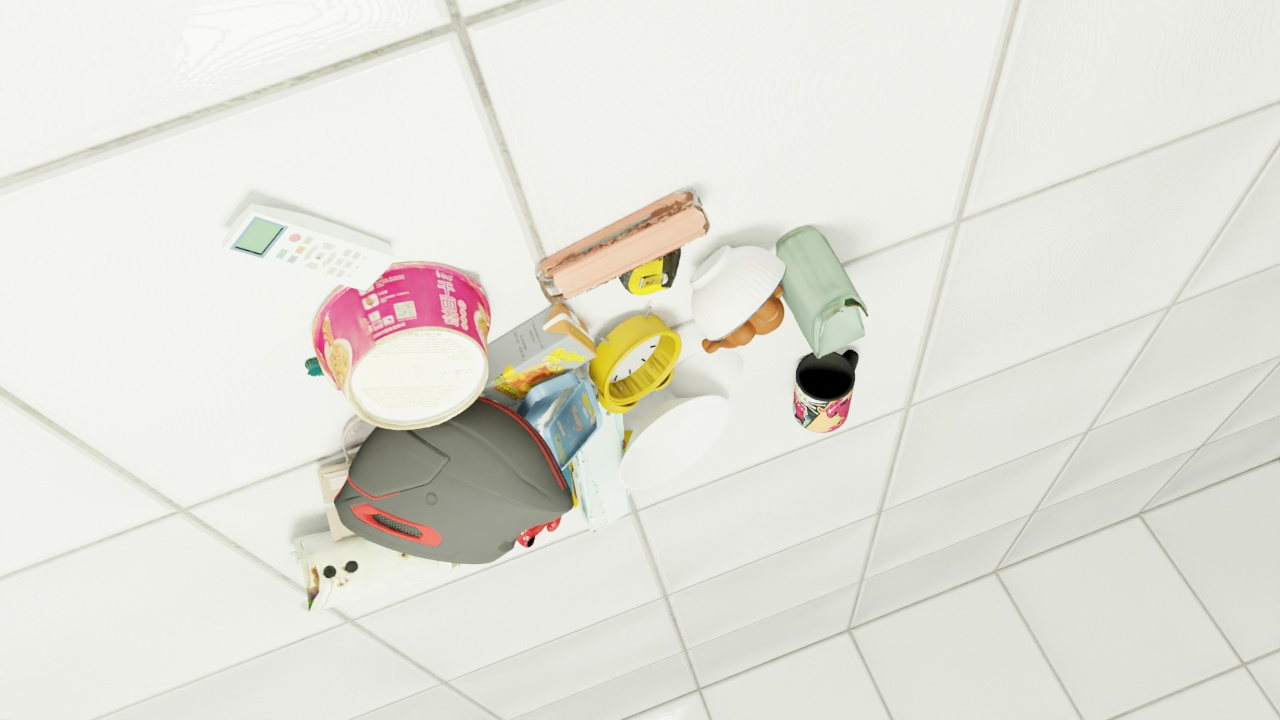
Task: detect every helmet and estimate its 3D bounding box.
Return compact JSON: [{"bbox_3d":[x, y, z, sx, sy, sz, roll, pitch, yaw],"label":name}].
[{"bbox_3d":[-0.198,0.122,1.005,0.265,0.170,0.164,16,-176,12],"label":"helmet"}]

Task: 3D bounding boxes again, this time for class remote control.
[{"bbox_3d":[-0.283,-0.100,0.795,0.050,0.024,0.143,-40,147,26],"label":"remote control"}]

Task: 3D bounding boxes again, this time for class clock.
[{"bbox_3d":[-0.006,0.006,1.093,0.113,0.052,0.152,-33,151,-18],"label":"clock"}]

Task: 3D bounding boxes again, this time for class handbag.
[{"bbox_3d":[0.208,-0.078,1.048,0.067,0.121,0.106,-23,149,0],"label":"handbag"},{"bbox_3d":[-0.349,0.258,1.202,0.198,0.096,0.142,-9,173,-28],"label":"handbag"},{"bbox_3d":[-0.303,0.121,1.111,0.175,0.062,0.198,-13,139,-16],"label":"handbag"}]

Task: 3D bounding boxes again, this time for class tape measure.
[{"bbox_3d":[0.007,-0.096,0.973,0.064,0.037,0.066,-10,147,-20],"label":"tape measure"}]

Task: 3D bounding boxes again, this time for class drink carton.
[{"bbox_3d":[-0.119,-0.005,1.021,0.125,0.048,0.076,-30,148,12],"label":"drink carton"}]

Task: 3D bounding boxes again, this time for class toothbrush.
[{"bbox_3d":[-0.252,-0.016,0.951,0.189,0.017,0.016,-16,145,-10],"label":"toothbrush"}]

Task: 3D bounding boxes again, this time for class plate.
[{"bbox_3d":[0.036,0.096,1.200,0.173,0.036,0.174,-27,147,-19],"label":"plate"}]

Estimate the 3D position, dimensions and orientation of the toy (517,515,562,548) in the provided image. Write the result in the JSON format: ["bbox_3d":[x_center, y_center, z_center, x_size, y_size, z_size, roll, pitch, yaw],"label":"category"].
[{"bbox_3d":[-0.155,0.196,1.318,0.132,0.094,0.088,-23,131,-54],"label":"toy"}]

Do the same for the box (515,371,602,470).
[{"bbox_3d":[-0.112,0.083,1.091,0.074,0.077,0.210,-19,165,-25],"label":"box"}]

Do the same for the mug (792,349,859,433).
[{"bbox_3d":[0.273,0.034,1.316,0.117,0.082,0.098,-44,154,-19],"label":"mug"}]

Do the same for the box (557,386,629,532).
[{"bbox_3d":[-0.055,0.128,1.196,0.082,0.066,0.199,-36,131,-40],"label":"box"}]

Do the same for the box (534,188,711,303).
[{"bbox_3d":[-0.023,-0.121,0.930,0.188,0.062,0.058,-23,124,6],"label":"box"}]

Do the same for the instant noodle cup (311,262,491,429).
[{"bbox_3d":[-0.225,-0.004,0.904,0.178,0.077,0.179,-16,140,-14],"label":"instant noodle cup"}]

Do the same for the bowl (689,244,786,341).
[{"bbox_3d":[0.095,-0.084,1.003,0.062,0.117,0.118,43,118,-12],"label":"bowl"}]

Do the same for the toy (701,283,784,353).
[{"bbox_3d":[0.118,-0.050,1.100,0.128,0.065,0.094,-31,-167,43],"label":"toy"}]

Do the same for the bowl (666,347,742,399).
[{"bbox_3d":[0.093,0.033,1.223,0.110,0.040,0.110,-16,148,-10],"label":"bowl"}]

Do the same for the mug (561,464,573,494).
[{"bbox_3d":[-0.147,0.164,1.212,0.107,0.083,0.114,-11,-176,-19],"label":"mug"}]

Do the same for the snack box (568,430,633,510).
[{"bbox_3d":[-0.051,0.156,1.300,0.083,0.061,0.106,-6,145,-26],"label":"snack box"}]
